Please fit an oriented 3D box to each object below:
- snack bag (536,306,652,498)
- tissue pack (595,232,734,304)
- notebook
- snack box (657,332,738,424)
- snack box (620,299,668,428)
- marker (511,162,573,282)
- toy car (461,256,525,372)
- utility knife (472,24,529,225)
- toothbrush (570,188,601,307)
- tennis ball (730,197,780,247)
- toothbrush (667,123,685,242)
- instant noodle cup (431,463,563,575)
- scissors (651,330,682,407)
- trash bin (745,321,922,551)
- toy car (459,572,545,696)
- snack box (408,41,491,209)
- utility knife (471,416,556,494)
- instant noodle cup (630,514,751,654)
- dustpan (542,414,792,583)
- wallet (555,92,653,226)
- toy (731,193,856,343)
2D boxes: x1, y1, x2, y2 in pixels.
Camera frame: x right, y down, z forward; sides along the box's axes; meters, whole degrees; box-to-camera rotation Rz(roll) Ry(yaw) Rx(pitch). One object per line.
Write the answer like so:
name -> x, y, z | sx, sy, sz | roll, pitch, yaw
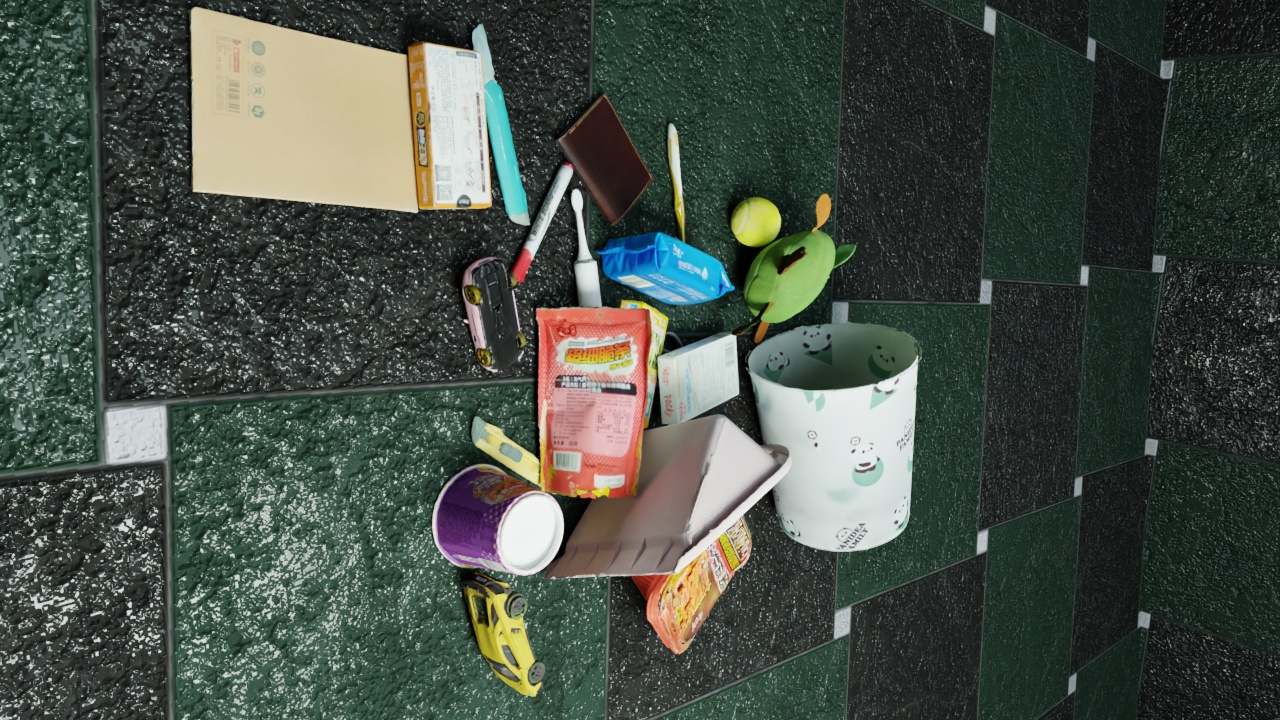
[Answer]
snack bag -> -0.053, 0.045, 0.998 | 0.073, 0.129, 0.208 | -15, 107, -83
tissue pack -> 0.032, -0.108, 1.076 | 0.157, 0.095, 0.052 | 20, 74, -44
notebook -> -0.288, -0.213, 0.810 | 0.207, 0.008, 0.148 | -3, 96, -45
snack box -> 0.075, 0.020, 1.151 | 0.156, 0.027, 0.085 | -21, 111, -53
snack box -> -0.006, 0.006, 1.073 | 0.087, 0.034, 0.140 | 22, 80, -68
marker -> -0.106, -0.150, 0.990 | 0.017, 0.017, 0.145 | 36, 69, -41
toy car -> -0.153, -0.047, 0.943 | 0.056, 0.037, 0.122 | -29, 127, -36
utility knife -> -0.145, -0.238, 0.944 | 0.029, 0.013, 0.205 | -25, 114, -38
toothbrush -> -0.060, -0.082, 1.036 | 0.026, 0.026, 0.221 | -10, 103, -16
tennis ball -> 0.151, -0.182, 1.206 | 0.065, 0.066, 0.065 | -6, 98, -44
toothbrush -> 0.044, -0.195, 1.134 | 0.018, 0.016, 0.191 | -14, 105, -34
instant noodle cup -> -0.139, 0.166, 0.935 | 0.111, 0.099, 0.111 | -4, 96, -45
scissors -> 0.062, 0.014, 1.178 | 0.174, 0.014, 0.159 | -48, 127, -33
trash bin -> 0.270, 0.104, 1.253 | 0.228, 0.230, 0.252 | -29, 119, -39
toy car -> -0.143, 0.291, 0.962 | 0.041, 0.071, 0.156 | -32, 116, -40
snack box -> -0.184, -0.225, 0.892 | 0.075, 0.026, 0.154 | -13, 104, -52
utility knife -> -0.128, 0.109, 1.002 | 0.165, 0.018, 0.031 | 42, 72, -44
instant noodle cup -> 0.057, 0.252, 1.129 | 0.188, 0.079, 0.165 | -54, 146, -24
dustpan -> 0.054, 0.171, 1.041 | 0.139, 0.223, 0.272 | 44, 56, -25
wallet -> -0.037, -0.229, 1.049 | 0.096, 0.020, 0.122 | -55, 127, -32
toy -> 0.199, -0.115, 1.219 | 0.246, 0.090, 0.227 | -32, 153, -58
